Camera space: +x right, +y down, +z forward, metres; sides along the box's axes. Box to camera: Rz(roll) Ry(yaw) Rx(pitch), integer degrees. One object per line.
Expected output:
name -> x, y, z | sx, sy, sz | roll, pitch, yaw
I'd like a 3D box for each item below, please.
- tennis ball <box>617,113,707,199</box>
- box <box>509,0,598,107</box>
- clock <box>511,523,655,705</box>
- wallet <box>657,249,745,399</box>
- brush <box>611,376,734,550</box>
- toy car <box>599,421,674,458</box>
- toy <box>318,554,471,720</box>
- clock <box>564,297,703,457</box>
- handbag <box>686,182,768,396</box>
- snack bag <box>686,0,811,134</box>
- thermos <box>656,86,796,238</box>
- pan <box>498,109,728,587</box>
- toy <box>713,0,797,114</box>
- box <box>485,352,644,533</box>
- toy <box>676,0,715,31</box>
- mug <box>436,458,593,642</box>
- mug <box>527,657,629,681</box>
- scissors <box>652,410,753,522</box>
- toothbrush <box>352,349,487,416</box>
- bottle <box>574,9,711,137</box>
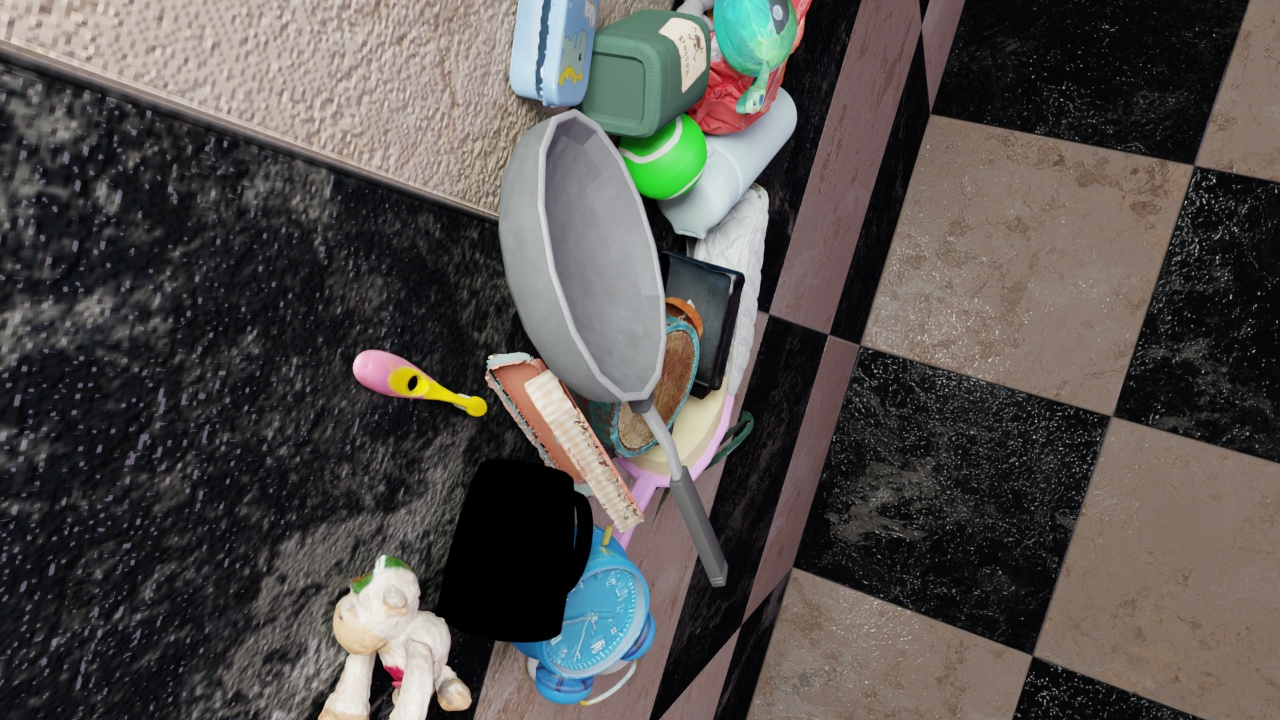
tennis ball -> 0.016, -0.150, 0.668 | 0.065, 0.065, 0.065 | 18, 89, -71
box -> -0.031, -0.244, 0.499 | 0.065, 0.037, 0.210 | -34, 139, -65
clock -> -0.044, 0.208, 0.738 | 0.116, 0.060, 0.161 | -32, 123, -25
wallet -> 0.043, -0.033, 0.809 | 0.026, 0.089, 0.115 | -5, 112, -49
brush -> 0.009, 0.093, 0.836 | 0.228, 0.089, 0.043 | -59, 152, -31
toy car -> -0.009, 0.062, 0.790 | 0.092, 0.037, 0.040 | -13, 127, -30
toy -> -0.137, 0.161, 0.506 | 0.074, 0.085, 0.106 | -10, 98, -37
clock -> -0.004, 0.004, 0.730 | 0.157, 0.073, 0.121 | -24, 133, -50
handbag -> 0.082, -0.070, 0.923 | 0.138, 0.072, 0.195 | -64, 161, -51
snack bag -> 0.089, -0.266, 0.748 | 0.176, 0.082, 0.082 | -65, 160, -18
thermos -> 0.078, -0.184, 0.817 | 0.206, 0.065, 0.078 | -52, 153, -46
pan -> -0.005, 0.015, 0.599 | 0.178, 0.041, 0.357 | -70, 143, -55
toy -> 0.064, -0.268, 0.639 | 0.130, 0.072, 0.193 | -66, 142, -79
box -> -0.048, 0.058, 0.631 | 0.048, 0.085, 0.187 | -40, 142, -12
toy -> 0.045, -0.279, 0.695 | 0.049, 0.030, 0.111 | 33, 77, -42
mug -> -0.074, 0.122, 0.615 | 0.112, 0.085, 0.104 | 9, 91, -50
mug -> -0.061, 0.246, 0.825 | 0.107, 0.071, 0.089 | -39, 141, -9
scissors -> 0.061, 0.079, 0.949 | 0.202, 0.015, 0.201 | -43, -165, 39
toothbrush -> -0.121, 0.015, 0.509 | 0.021, 0.016, 0.135 | -69, 159, -6
bottle -> 0.011, -0.199, 0.616 | 0.131, 0.061, 0.061 | -49, 148, -50
